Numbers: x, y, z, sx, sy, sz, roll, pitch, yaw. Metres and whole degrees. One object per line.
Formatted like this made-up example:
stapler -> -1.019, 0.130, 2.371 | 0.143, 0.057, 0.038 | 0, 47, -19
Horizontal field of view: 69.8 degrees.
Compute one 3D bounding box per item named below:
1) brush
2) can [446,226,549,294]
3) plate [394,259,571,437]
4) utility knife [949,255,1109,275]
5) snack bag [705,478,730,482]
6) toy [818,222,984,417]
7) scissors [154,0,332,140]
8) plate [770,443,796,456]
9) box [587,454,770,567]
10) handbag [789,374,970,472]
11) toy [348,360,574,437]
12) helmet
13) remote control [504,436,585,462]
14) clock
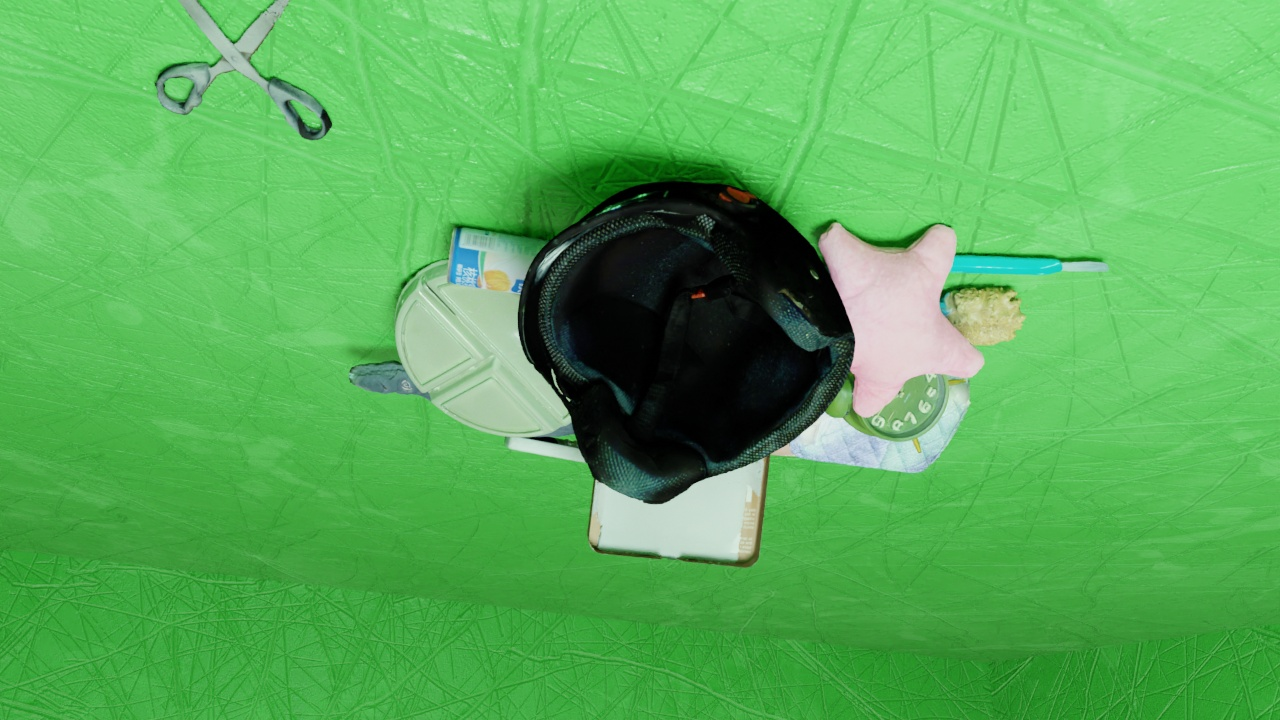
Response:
brush -> 0.257, -0.061, 0.889 | 0.254, 0.045, 0.083 | 12, 158, -10
can -> -0.109, -0.088, 0.853 | 0.134, 0.053, 0.053 | 8, 155, -9
plate -> -0.151, -0.005, 0.952 | 0.230, 0.027, 0.231 | 8, 130, 9
utility knife -> 0.329, -0.088, 0.841 | 0.193, 0.013, 0.029 | 3, 157, 6
snack bag -> 0.030, 0.100, 1.192 | 0.246, 0.068, 0.158 | 10, 155, 10
toy -> 0.209, -0.040, 0.833 | 0.179, 0.074, 0.195 | -19, 115, 10
scissors -> -0.292, -0.216, 0.653 | 0.159, 0.014, 0.177 | -5, 152, 13
plate -> 0.210, 0.079, 1.204 | 0.229, 0.028, 0.230 | 2, 156, 1
box -> 0.046, 0.073, 0.937 | 0.178, 0.262, 0.088 | 6, -168, -6
handbag -> 0.265, 0.055, 1.061 | 0.193, 0.075, 0.134 | 10, 126, -14
toy -> -0.157, 0.041, 1.074 | 0.356, 0.091, 0.138 | 10, -178, 5
helmet -> 0.036, -0.034, 0.751 | 0.274, 0.229, 0.234 | 34, 116, -18
remote control -> -0.093, 0.108, 1.131 | 0.150, 0.021, 0.058 | 12, -179, -11
clock -> 0.255, 0.023, 0.972 | 0.161, 0.116, 0.056 | 27, -173, -15
